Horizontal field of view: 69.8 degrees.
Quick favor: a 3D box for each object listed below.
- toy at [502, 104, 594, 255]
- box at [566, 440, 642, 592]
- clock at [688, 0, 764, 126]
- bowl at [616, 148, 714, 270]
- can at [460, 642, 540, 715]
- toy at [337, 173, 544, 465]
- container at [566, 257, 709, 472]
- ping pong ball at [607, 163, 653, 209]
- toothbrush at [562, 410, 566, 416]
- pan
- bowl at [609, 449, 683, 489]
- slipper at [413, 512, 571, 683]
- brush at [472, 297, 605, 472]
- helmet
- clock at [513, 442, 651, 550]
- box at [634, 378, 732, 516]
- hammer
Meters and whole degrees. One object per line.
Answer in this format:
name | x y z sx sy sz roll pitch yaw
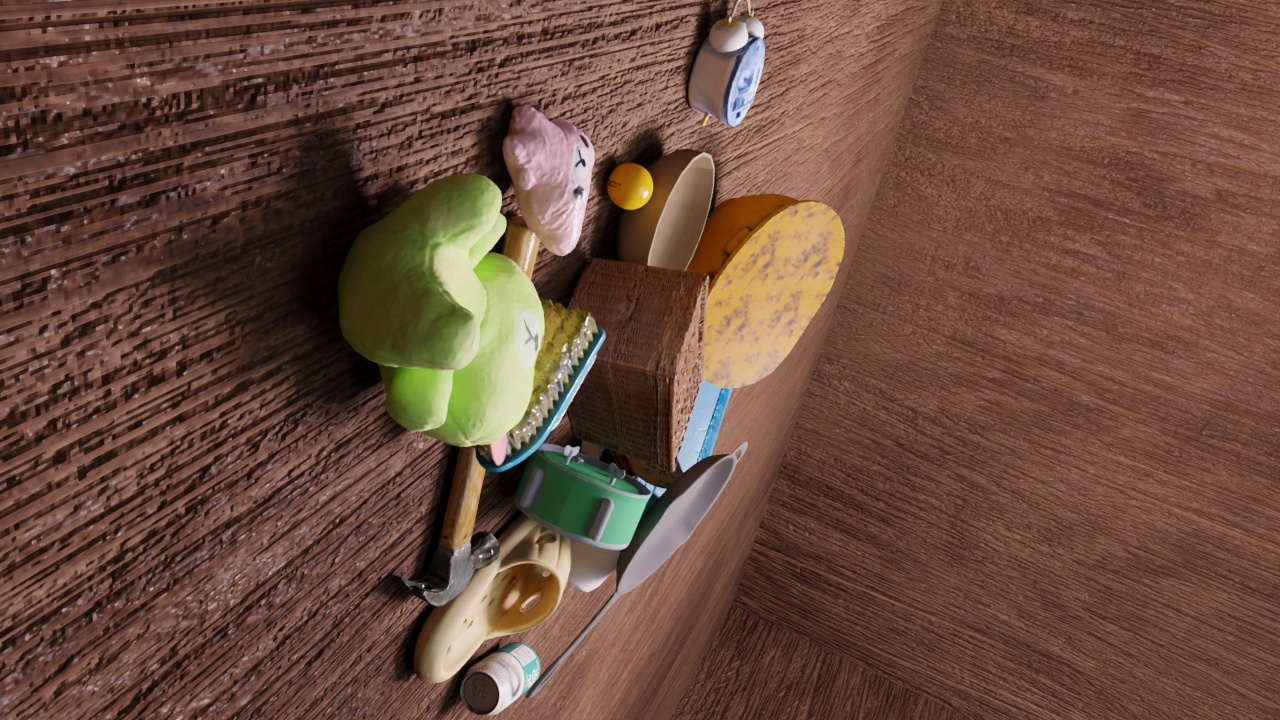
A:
toy | -0.064 -0.133 0.631 0.096 0.053 0.099 47 47 -56
box | -0.058 0.170 1.036 0.147 0.136 0.084 -46 175 16
clock | 0.090 -0.296 0.909 0.088 0.052 0.126 -41 150 -56
bowl | 0.017 -0.135 0.892 0.152 0.050 0.153 -57 161 -32
can | -0.150 0.341 0.985 0.055 0.055 0.101 -69 164 5
toy | -0.115 -0.020 0.548 0.197 0.107 0.150 99 -4 -66
container | -0.005 0.005 0.865 0.199 0.113 0.113 85 21 -58
ping pong ball | -0.009 -0.152 0.802 0.040 0.040 0.040 -57 161 -32
toothbrush | -0.093 0.033 0.833 0.013 0.013 0.167 -58 164 -3
pan | -0.007 0.217 0.987 0.354 0.024 0.216 -48 162 -9
bowl | -0.004 0.095 1.056 0.063 0.145 0.145 -27 157 -4
slipper | -0.120 0.227 0.894 0.260 0.079 0.111 -40 152 -58
brush | -0.079 0.026 0.683 0.135 0.055 0.075 -61 157 -24
helmet | 0.123 -0.107 1.124 0.204 0.131 0.256 -7 130 -37
clock | -0.051 0.126 0.899 0.161 0.122 0.075 10 103 -80
box | 0.035 0.093 1.209 0.112 0.094 0.230 44 52 -30
hammer | -0.126 0.049 0.718 0.132 0.033 0.331 -31 140 -63
